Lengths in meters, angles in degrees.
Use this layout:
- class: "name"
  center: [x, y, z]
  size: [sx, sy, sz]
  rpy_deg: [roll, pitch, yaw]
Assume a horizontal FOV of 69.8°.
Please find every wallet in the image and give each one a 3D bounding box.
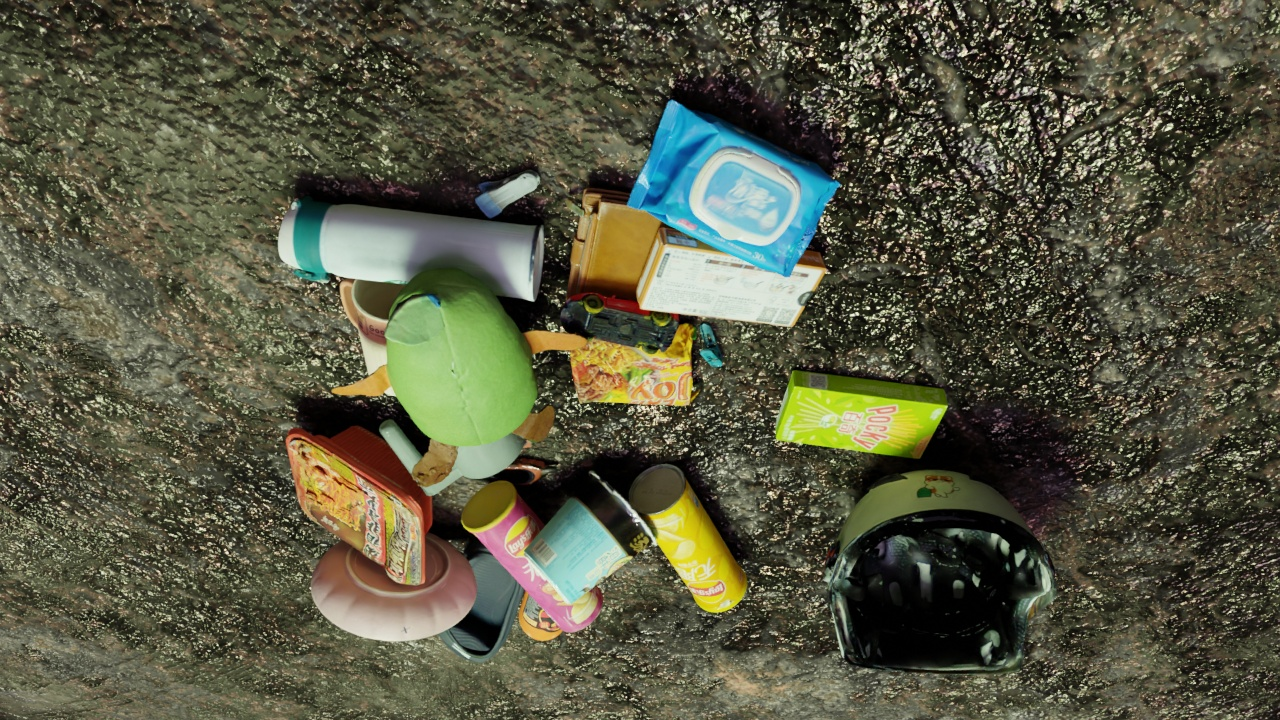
- class: "wallet"
  center: [-0.013, -0.090, 0.813]
  size: [0.119, 0.035, 0.131]
  rpy_deg: [9, 135, -6]

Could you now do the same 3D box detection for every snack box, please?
- class: "snack box"
  center: [0.079, -0.071, 0.807]
  size: [0.153, 0.026, 0.075]
  rpy_deg: [6, 135, -17]
- class: "snack box"
  center: [0.224, 0.056, 0.940]
  size: [0.156, 0.026, 0.086]
  rpy_deg: [8, 136, -2]

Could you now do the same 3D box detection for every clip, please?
- class: "clip"
  center: [-0.112, -0.146, 0.781]
  size: [0.058, 0.042, 0.026]
  rpy_deg: [-21, 128, 21]
- class: "clip"
  center: [0.069, -0.009, 0.895]
  size: [0.013, 0.032, 0.054]
  rpy_deg: [-9, 146, 18]

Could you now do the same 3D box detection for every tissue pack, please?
- class: "tissue pack"
  center: [0.074, -0.134, 0.727]
  size: [0.157, 0.052, 0.095]
  rpy_deg: [22, 108, -16]

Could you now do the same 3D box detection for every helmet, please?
- class: "helmet"
  center: [0.315, 0.214, 0.998]
  size: [0.230, 0.156, 0.274]
  rpy_deg: [-3, 124, 10]

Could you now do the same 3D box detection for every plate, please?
- class: "plate"
  center: [-0.289, 0.253, 1.090]
  size: [0.192, 0.192, 0.039]
  rpy_deg: [11, 114, -5]

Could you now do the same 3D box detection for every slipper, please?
- class: "slipper"
  center: [-0.225, 0.339, 1.221]
  size: [0.110, 0.083, 0.269]
  rpy_deg: [26, 131, 1]

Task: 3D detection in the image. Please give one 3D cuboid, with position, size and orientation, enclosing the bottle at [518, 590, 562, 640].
- class: "bottle"
  center: [-0.123, 0.303, 1.204]
  size: [0.067, 0.066, 0.150]
  rpy_deg: [9, 128, -3]

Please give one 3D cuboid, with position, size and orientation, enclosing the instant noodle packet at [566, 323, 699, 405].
- class: "instant noodle packet"
  center: [-0.005, 0.005, 0.903]
  size: [0.128, 0.044, 0.111]
  rpy_deg: [2, 139, 4]

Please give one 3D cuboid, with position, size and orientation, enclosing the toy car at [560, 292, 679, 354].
- class: "toy car"
  center: [-0.019, -0.037, 0.828]
  size: [0.106, 0.031, 0.049]
  rpy_deg: [9, 139, -8]

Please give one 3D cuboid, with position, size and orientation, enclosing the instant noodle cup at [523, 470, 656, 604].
- class: "instant noodle cup"
  center: [-0.062, 0.204, 1.023]
  size: [0.120, 0.111, 0.111]
  rpy_deg: [-42, 130, -14]

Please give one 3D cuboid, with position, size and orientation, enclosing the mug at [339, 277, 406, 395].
- class: "mug"
  center: [-0.236, -0.035, 0.869]
  size: [0.114, 0.081, 0.106]
  rpy_deg: [27, 139, 17]

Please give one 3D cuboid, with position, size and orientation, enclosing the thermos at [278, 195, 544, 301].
- class: "thermos"
  center: [-0.200, -0.096, 0.804]
  size: [0.224, 0.073, 0.073]
  rpy_deg: [7, 135, 0]

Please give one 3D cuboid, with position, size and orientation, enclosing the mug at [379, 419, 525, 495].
- class: "mug"
  center: [-0.193, 0.069, 0.942]
  size: [0.123, 0.084, 0.103]
  rpy_deg: [-35, 129, -12]

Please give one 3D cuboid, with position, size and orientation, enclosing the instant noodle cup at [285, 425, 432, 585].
- class: "instant noodle cup"
  center: [-0.303, 0.151, 1.029]
  size: [0.189, 0.078, 0.165]
  rpy_deg: [28, 136, 14]

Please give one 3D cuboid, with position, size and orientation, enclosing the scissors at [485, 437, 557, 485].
- class: "scissors"
  center: [-0.200, 0.124, 1.060]
  size: [0.206, 0.015, 0.202]
  rpy_deg: [21, 133, -15]

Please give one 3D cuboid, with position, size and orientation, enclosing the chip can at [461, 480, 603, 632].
- class: "chip can"
  center: [-0.124, 0.236, 1.089]
  size: [0.071, 0.071, 0.210]
  rpy_deg: [-18, 125, 22]

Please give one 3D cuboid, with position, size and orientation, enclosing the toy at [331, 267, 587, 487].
- class: "toy"
  center: [-0.157, 0.012, 0.817]
  size: [0.227, 0.090, 0.247]
  rpy_deg: [-16, 140, -10]

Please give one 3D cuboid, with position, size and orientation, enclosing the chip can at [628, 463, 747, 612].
- class: "chip can"
  center: [0.059, 0.213, 1.083]
  size: [0.072, 0.071, 0.213]
  rpy_deg: [-14, 131, 19]
